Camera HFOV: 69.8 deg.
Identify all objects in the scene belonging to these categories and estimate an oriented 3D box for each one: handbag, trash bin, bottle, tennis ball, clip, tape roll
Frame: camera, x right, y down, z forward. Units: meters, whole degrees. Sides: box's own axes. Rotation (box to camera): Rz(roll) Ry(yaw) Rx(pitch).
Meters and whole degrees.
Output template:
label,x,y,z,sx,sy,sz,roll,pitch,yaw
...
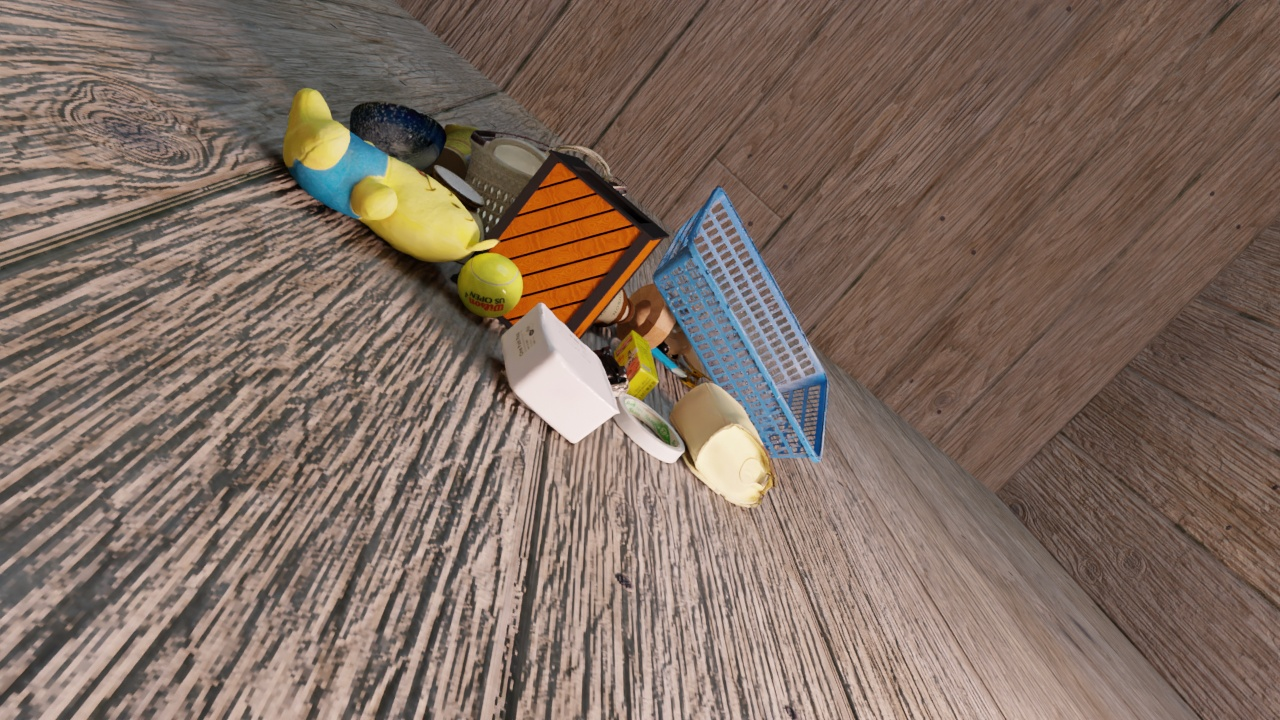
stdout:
label,x,y,z,sx,sy,sz,roll,pitch,yaw
handbag,0.097,0.098,1.044,0.111,0.081,0.119,43,9,-25
trash bin,-0.084,-0.116,1.017,0.139,0.172,0.139,41,13,1
bottle,-0.057,-0.080,1.216,0.068,0.068,0.156,48,14,29
tennis ball,-0.152,-0.076,0.926,0.065,0.065,0.065,38,13,-11
clip,0.079,0.026,1.353,0.054,0.048,0.046,31,41,-33
tape roll,0.007,0.073,0.994,0.094,0.018,0.093,39,12,-10
tape roll,0.009,-0.060,1.280,0.027,0.094,0.094,31,16,-35

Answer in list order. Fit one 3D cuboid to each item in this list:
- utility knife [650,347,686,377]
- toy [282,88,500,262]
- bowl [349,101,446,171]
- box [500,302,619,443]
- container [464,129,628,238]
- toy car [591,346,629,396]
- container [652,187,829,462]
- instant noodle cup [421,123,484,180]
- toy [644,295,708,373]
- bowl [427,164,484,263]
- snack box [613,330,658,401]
label,x,y,z,sx,sy,sz,roll,pitch,yaw
utility knife,0.000,-0.031,1.336,0.175,0.015,0.031,43,10,20
toy,-0.252,-0.164,0.902,0.214,0.084,0.149,34,11,-35
bowl,-0.295,-0.255,1.103,0.114,0.060,0.114,6,-15,1
box,-0.089,0.024,0.845,0.102,0.095,0.107,46,13,-32
container,-0.133,-0.218,1.215,0.185,0.143,0.251,28,16,8
toy car,-0.045,0.016,0.982,0.048,0.040,0.112,-6,22,-14
container,0.146,-0.044,1.312,0.362,0.089,0.256,58,25,-16
instant noodle cup,-0.247,-0.260,1.242,0.100,0.100,0.112,39,21,-7
toy,0.062,-0.050,1.395,0.134,0.108,0.105,43,35,9
bowl,-0.229,-0.180,1.065,0.145,0.063,0.145,38,12,-10
snack box,-0.007,0.007,1.129,0.029,0.040,0.148,37,13,-16
